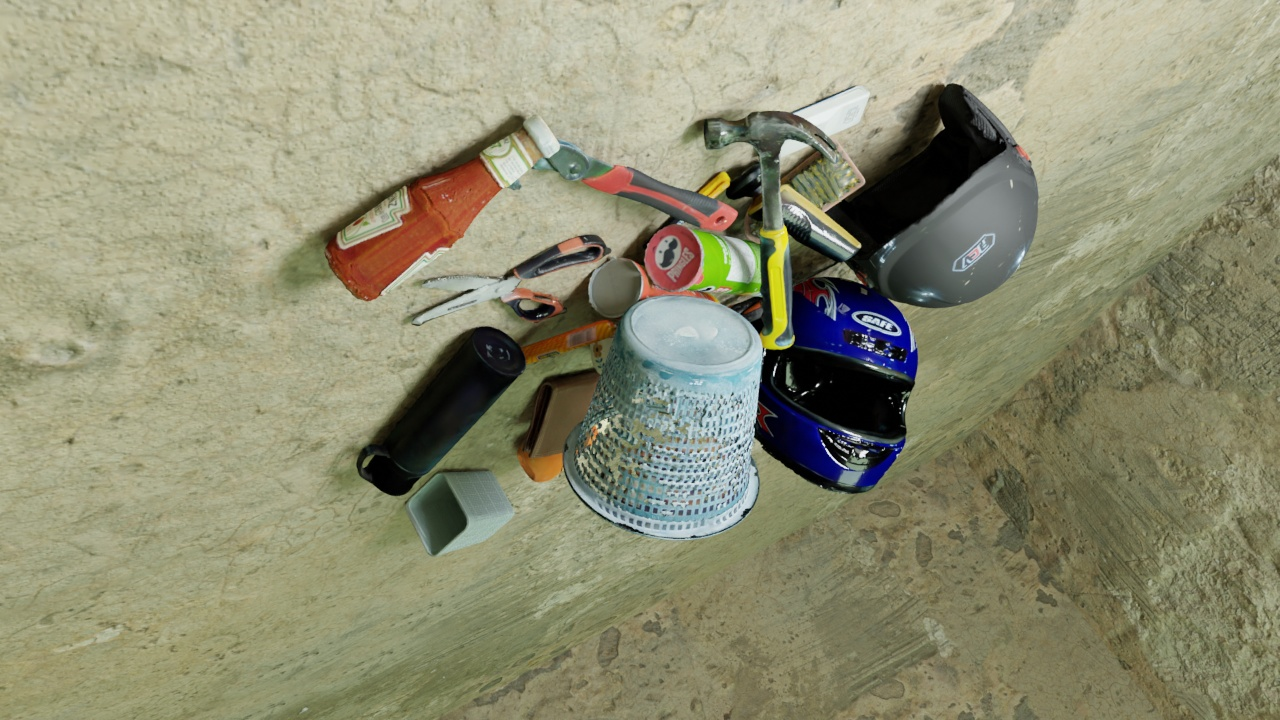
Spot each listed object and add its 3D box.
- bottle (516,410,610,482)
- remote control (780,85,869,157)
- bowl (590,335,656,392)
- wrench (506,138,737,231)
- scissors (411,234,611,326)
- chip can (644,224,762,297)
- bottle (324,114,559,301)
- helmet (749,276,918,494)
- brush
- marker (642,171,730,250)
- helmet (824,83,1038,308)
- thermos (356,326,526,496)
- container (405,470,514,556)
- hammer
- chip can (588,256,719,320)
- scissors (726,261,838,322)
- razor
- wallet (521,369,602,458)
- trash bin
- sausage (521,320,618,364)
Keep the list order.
[{"bbox_3d":[-0.102,0.114,1.312,0.149,0.066,0.067,-32,159,-22],"label":"bottle"},{"bbox_3d":[0.185,-0.251,0.977,0.124,0.024,0.049,-27,158,-15],"label":"remote control"},{"bbox_3d":[-0.007,0.007,1.138,0.113,0.062,0.113,1,173,0],"label":"bowl"},{"bbox_3d":[-0.010,-0.158,0.852,0.273,0.016,0.056,7,136,-39],"label":"wrench"},{"bbox_3d":[-0.126,-0.077,0.940,0.189,0.015,0.226,-36,158,10],"label":"scissors"},{"bbox_3d":[0.098,-0.111,1.070,0.072,0.072,0.235,-44,159,26],"label":"chip can"},{"bbox_3d":[-0.157,-0.127,0.742,0.206,0.059,0.060,-35,158,1],"label":"bottle"},{"bbox_3d":[0.269,0.012,1.279,0.247,0.315,0.241,14,109,-13],"label":"helmet"},{"bbox_3d":[0.183,-0.187,1.064,0.146,0.063,0.073,-36,-173,13],"label":"brush"},{"bbox_3d":[0.049,-0.160,1.000,0.124,0.015,0.018,-39,151,23],"label":"marker"},{"bbox_3d":[0.356,-0.172,1.096,0.234,0.230,0.274,-41,-165,20],"label":"helmet"},{"bbox_3d":[-0.231,0.064,1.026,0.089,0.068,0.243,5,138,-51],"label":"thermos"},{"bbox_3d":[-0.248,0.210,1.283,0.090,0.090,0.111,-42,159,23],"label":"container"},{"bbox_3d":[0.146,-0.126,0.983,0.126,0.031,0.324,-2,139,10],"label":"hammer"},{"bbox_3d":[0.024,-0.065,1.086,0.073,0.073,0.216,-40,157,19],"label":"chip can"},{"bbox_3d":[0.165,-0.079,1.230,0.221,0.022,0.228,-23,-172,13],"label":"scissors"},{"bbox_3d":[0.173,-0.161,1.008,0.062,0.167,0.067,-30,-146,57],"label":"razor"},{"bbox_3d":[-0.099,0.071,1.227,0.101,0.032,0.125,-8,128,-42],"label":"wallet"},{"bbox_3d":[0.039,0.045,0.989,0.226,0.226,0.195,-16,133,-34],"label":"trash bin"},{"bbox_3d":[-0.093,-0.017,1.031,0.165,0.021,0.021,-17,167,30],"label":"sausage"}]
